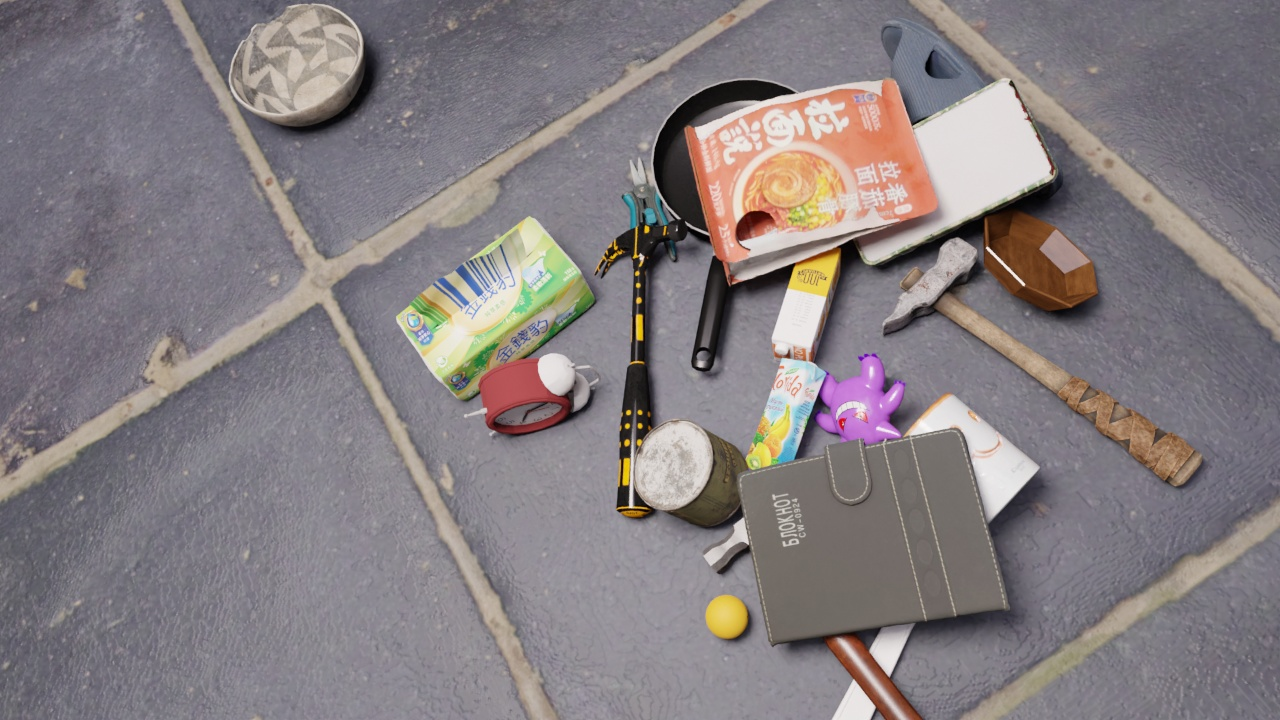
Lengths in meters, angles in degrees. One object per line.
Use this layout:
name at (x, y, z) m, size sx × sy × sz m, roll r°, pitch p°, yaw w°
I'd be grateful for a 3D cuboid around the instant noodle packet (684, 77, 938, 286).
instant noodle packet at (0.172, -0.188, 0.937) m, size 0.221 × 0.084 × 0.164 m, roll -15°, pitch 68°, yaw 11°

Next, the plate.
plate at (0.394, -0.097, 0.919) m, size 0.131 × 0.025 × 0.131 m, roll 12°, pitch 48°, yaw -14°

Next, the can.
can at (0.050, 0.110, 0.893) m, size 0.090 × 0.074 × 0.089 m, roll -16°, pitch 61°, yaw 31°

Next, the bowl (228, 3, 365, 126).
bowl at (-0.434, -0.370, 1.199) m, size 0.178 × 0.081 × 0.178 m, roll -4°, pitch 66°, yaw 9°

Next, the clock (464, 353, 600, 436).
clock at (-0.110, 0.035, 0.960) m, size 0.138 × 0.096 × 0.048 m, roll -18°, pitch 66°, yaw 7°

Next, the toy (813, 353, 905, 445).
toy at (0.219, 0.050, 0.907) m, size 0.106 × 0.055 × 0.088 m, roll -27°, pitch 54°, yaw 38°

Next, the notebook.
notebook at (0.201, 0.155, 0.820) m, size 0.209 × 0.029 × 0.169 m, roll -14°, pitch 73°, yaw 14°

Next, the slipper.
slipper at (0.334, -0.256, 0.992) m, size 0.082 × 0.101 × 0.263 m, roll -39°, pitch 72°, yaw 2°

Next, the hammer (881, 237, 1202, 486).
hammer at (0.390, 0.009, 0.898) m, size 0.319 × 0.049 × 0.121 m, roll 40°, pitch 83°, yaw 21°

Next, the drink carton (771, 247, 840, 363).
drink carton at (0.173, -0.055, 0.957) m, size 0.040 × 0.058 × 0.122 m, roll 15°, pitch 72°, yaw 17°

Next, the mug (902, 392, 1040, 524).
mug at (0.303, 0.094, 0.858) m, size 0.082 × 0.082 × 0.105 m, roll -43°, pitch 68°, yaw -7°

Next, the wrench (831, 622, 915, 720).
wrench at (0.215, 0.282, 0.836) m, size 0.066 × 0.018 × 0.273 m, roll 27°, pitch 77°, yaw 20°

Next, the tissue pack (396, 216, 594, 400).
tissue pack at (-0.165, -0.069, 0.987) m, size 0.197 × 0.141 × 0.120 m, roll -44°, pitch 67°, yaw -8°

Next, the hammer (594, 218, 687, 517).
hammer at (-0.006, 0.006, 0.972) m, size 0.123 × 0.036 × 0.320 m, roll -13°, pitch 67°, yaw 39°

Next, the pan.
pan at (0.100, -0.152, 1.018) m, size 0.204 × 0.044 × 0.355 m, roll 8°, pitch 73°, yaw 12°

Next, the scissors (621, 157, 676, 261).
scissors at (0.011, -0.170, 1.060) m, size 0.144 × 0.019 × 0.126 m, roll 36°, pitch 69°, yaw 15°

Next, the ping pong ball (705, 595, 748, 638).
ping pong ball at (0.082, 0.242, 0.866) m, size 0.040 × 0.040 × 0.040 m, roll -4°, pitch 67°, yaw 10°

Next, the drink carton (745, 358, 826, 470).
drink carton at (0.143, 0.060, 0.912) m, size 0.044 × 0.038 × 0.128 m, roll 11°, pitch 78°, yaw 57°

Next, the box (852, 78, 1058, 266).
box at (0.304, -0.188, 0.937) m, size 0.206 × 0.050 × 0.117 m, roll -28°, pitch 84°, yaw 24°

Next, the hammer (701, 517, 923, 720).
hammer at (0.186, 0.258, 0.828) m, size 0.111 × 0.028 × 0.300 m, roll -39°, pitch 62°, yaw 1°
